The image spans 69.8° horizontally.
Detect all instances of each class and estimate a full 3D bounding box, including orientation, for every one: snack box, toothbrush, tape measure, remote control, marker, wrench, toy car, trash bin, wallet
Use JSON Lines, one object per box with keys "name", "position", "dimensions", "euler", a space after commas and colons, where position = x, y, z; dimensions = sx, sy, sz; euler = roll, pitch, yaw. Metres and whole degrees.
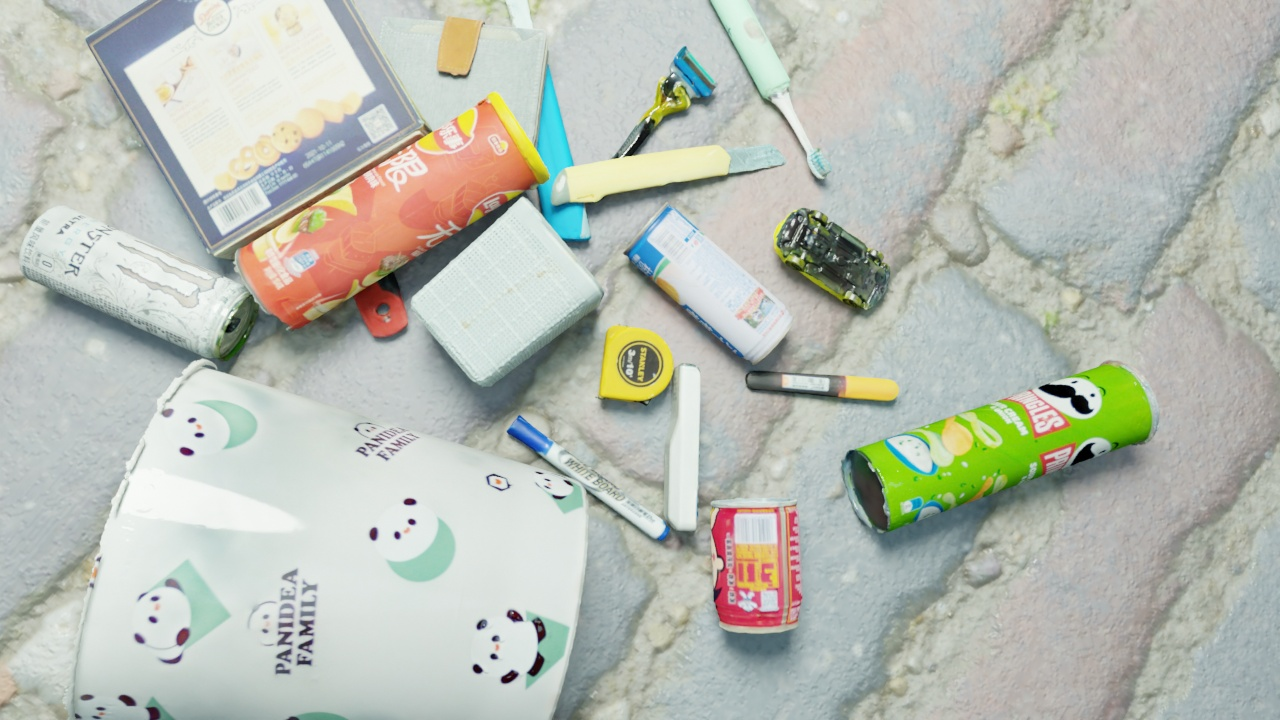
{"name": "snack box", "position": [-0.272, -0.195, 0.663], "dimensions": [0.178, 0.046, 0.182], "euler": [-30, 90, 2]}
{"name": "toothbrush", "position": [0.096, -0.246, 0.743], "dimensions": [0.026, 0.027, 0.224], "euler": [-28, 89, -15]}
{"name": "tape measure", "position": [-0.004, 0.004, 0.707], "dimensions": [0.057, 0.029, 0.060], "euler": [7, 84, -6]}
{"name": "remote control", "position": [0.032, 0.066, 0.697], "dimensions": [0.024, 0.049, 0.125], "euler": [3, 84, -5]}
{"name": "marker", "position": [-0.039, 0.091, 0.701], "dimensions": [0.146, 0.017, 0.017], "euler": [37, 81, -3]}
{"name": "wrench", "position": [-0.232, -0.148, 0.695], "dimensions": [0.056, 0.016, 0.273], "euler": [-17, 87, -4]}
{"name": "toy car", "position": [0.152, -0.080, 0.735], "dimensions": [0.105, 0.032, 0.048], "euler": [30, 81, -16]}
{"name": "trash bin", "position": [-0.178, 0.140, 0.582], "dimensions": [0.251, 0.230, 0.229], "euler": [15, 83, -12]}
{"name": "marker", "position": [0.145, 0.020, 0.734], "dimensions": [0.124, 0.015, 0.018], "euler": [5, 83, -5]}
{"name": "wallet", "position": [-0.139, -0.209, 0.696], "dimensions": [0.130, 0.037, 0.106], "euler": [7, 87, 1]}

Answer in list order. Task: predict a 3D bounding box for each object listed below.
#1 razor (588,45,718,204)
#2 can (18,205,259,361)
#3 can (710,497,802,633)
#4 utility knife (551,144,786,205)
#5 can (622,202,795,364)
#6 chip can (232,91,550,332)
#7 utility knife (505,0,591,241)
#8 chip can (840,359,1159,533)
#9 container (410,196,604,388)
{"name": "razor", "position": [0.002, -0.180, 0.728], "dimensions": [0.042, 0.022, 0.142], "euler": [40, 86, -25]}
{"name": "can", "position": [-0.352, -0.053, 0.649], "dimensions": [0.146, 0.058, 0.058], "euler": [25, 82, -5]}
{"name": "can", "position": [0.087, 0.152, 0.688], "dimensions": [0.066, 0.066, 0.093], "euler": [-1, 85, -8]}
{"name": "utility knife", "position": [0.025, -0.150, 0.721], "dimensions": [0.201, 0.021, 0.031], "euler": [-12, 95, -12]}
{"name": "can", "position": [0.053, -0.058, 0.708], "dimensions": [0.134, 0.053, 0.053], "euler": [41, 81, -3]}
{"name": "chip can", "position": [-0.173, -0.105, 0.648], "dimensions": [0.216, 0.073, 0.073], "euler": [-31, 90, 0]}
{"name": "utility knife", "position": [-0.079, -0.205, 0.719], "dimensions": [0.034, 0.018, 0.234], "euler": [-13, 87, 5]}
{"name": "chip can", "position": [0.281, 0.067, 0.720], "dimensions": [0.236, 0.072, 0.072], "euler": [-17, 88, -8]}
{"name": "container", "position": [-0.099, -0.044, 0.670], "dimensions": [0.111, 0.090, 0.090], "euler": [-40, 91, -6]}
